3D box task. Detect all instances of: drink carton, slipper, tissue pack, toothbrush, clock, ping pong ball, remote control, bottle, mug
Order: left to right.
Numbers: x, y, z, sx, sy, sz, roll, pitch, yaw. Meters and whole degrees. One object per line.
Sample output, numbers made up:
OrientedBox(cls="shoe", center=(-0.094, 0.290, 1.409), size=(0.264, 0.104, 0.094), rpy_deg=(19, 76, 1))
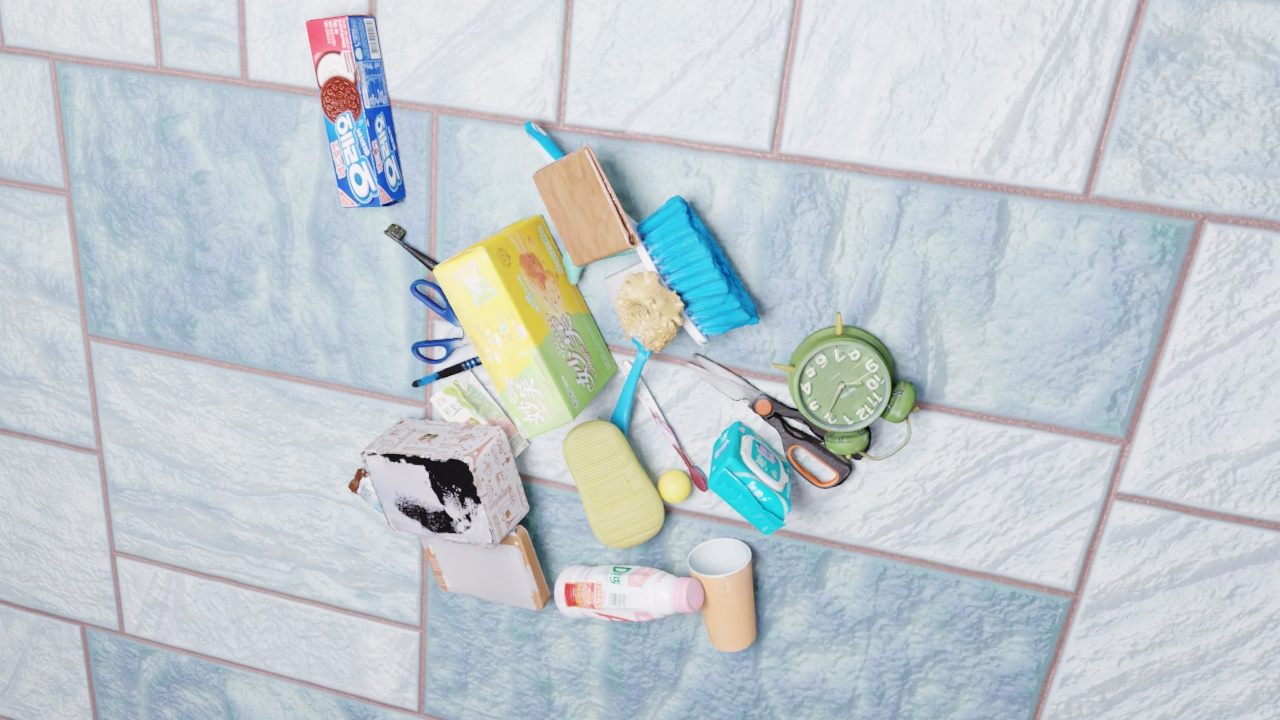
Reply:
OrientedBox(cls="toothbrush", center=(-0.217, -0.092, 1.088), size=(0.212, 0.026, 0.027), rpy_deg=(38, 84, 0))
OrientedBox(cls="toothbrush", center=(-0.211, 0.006, 1.106), size=(0.190, 0.016, 0.014), rpy_deg=(-18, 106, 30))
OrientedBox(cls="drink carton", center=(-0.197, 0.075, 1.132), size=(0.054, 0.045, 0.122), rpy_deg=(-34, 97, 35))
OrientedBox(cls="slipper", center=(-0.032, 0.138, 1.097), size=(0.092, 0.081, 0.191), rpy_deg=(-18, 121, 7))
OrientedBox(cls="bottle", center=(-0.014, 0.284, 1.121), size=(0.197, 0.068, 0.068), rpy_deg=(-10, 108, 36))
OrientedBox(cls="remote control", center=(0.027, -0.093, 1.028), size=(0.135, 0.019, 0.056), rpy_deg=(-24, 102, 20))
OrientedBox(cls="toothbrush", center=(0.030, 0.077, 1.093), size=(0.016, 0.017, 0.187), rpy_deg=(-29, 98, 25))
OrientedBox(cls="ping pong ball", center=(0.041, 0.151, 1.102), size=(0.040, 0.040, 0.040), rpy_deg=(5, 110, 12))
OrientedBox(cls="mug", center=(0.104, 0.289, 1.122), size=(0.078, 0.078, 0.123), rpy_deg=(-4, 114, 16))
OrientedBox(cls="tissue pack", center=(0.124, 0.129, 1.023), size=(0.093, 0.133, 0.050), rpy_deg=(41, 110, -7))
OrientedBox(cls="clock", center=(0.228, 0.036, 0.994), size=(0.116, 0.056, 0.161), rpy_deg=(-39, 92, 16))

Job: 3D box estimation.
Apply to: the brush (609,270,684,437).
OrientedBox(cls="brush", center=(-0.006, 0.006, 1.024), size=(0.083, 0.045, 0.255), rpy_deg=(33, 136, 18))

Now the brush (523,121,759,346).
OrientedBox(cls="brush", center=(0.001, -0.147, 0.978), size=(0.110, 0.060, 0.314), rpy_deg=(-30, 97, 25))

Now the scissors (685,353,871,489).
OrientedBox(cls="scissors", center=(0.161, 0.047, 1.050), size=(0.149, 0.021, 0.235), rpy_deg=(-35, 93, 15))

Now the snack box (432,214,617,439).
OrientedBox(cls="snack box", center=(-0.119, -0.041, 1.009), size=(0.070, 0.157, 0.210), rpy_deg=(-21, 103, 24))

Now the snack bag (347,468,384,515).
OrientedBox(cls="snack bag", center=(-0.342, 0.186, 1.220), size=(0.105, 0.026, 0.045), rpy_deg=(35, 123, 1))

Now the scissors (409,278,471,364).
OrientedBox(cls="scissors", center=(-0.216, -0.033, 1.100), size=(0.163, 0.012, 0.174), rpy_deg=(-28, 106, 33))

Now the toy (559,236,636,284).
OrientedBox(cls="toy", center=(-0.047, -0.138, 1.026), size=(0.092, 0.030, 0.096), rpy_deg=(-9, 101, 9))

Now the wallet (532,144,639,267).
OrientedBox(cls="wallet", center=(-0.060, -0.159, 0.964), size=(0.101, 0.020, 0.115), rpy_deg=(-12, 110, 50))

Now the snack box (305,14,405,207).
OrientedBox(cls="snack box", center=(-0.316, -0.275, 1.029), size=(0.058, 0.057, 0.208), rpy_deg=(0, 110, 17))

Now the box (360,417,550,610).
OrientedBox(cls="box", center=(-0.222, 0.203, 1.144), size=(0.177, 0.082, 0.260), rpy_deg=(3, 121, 29))
